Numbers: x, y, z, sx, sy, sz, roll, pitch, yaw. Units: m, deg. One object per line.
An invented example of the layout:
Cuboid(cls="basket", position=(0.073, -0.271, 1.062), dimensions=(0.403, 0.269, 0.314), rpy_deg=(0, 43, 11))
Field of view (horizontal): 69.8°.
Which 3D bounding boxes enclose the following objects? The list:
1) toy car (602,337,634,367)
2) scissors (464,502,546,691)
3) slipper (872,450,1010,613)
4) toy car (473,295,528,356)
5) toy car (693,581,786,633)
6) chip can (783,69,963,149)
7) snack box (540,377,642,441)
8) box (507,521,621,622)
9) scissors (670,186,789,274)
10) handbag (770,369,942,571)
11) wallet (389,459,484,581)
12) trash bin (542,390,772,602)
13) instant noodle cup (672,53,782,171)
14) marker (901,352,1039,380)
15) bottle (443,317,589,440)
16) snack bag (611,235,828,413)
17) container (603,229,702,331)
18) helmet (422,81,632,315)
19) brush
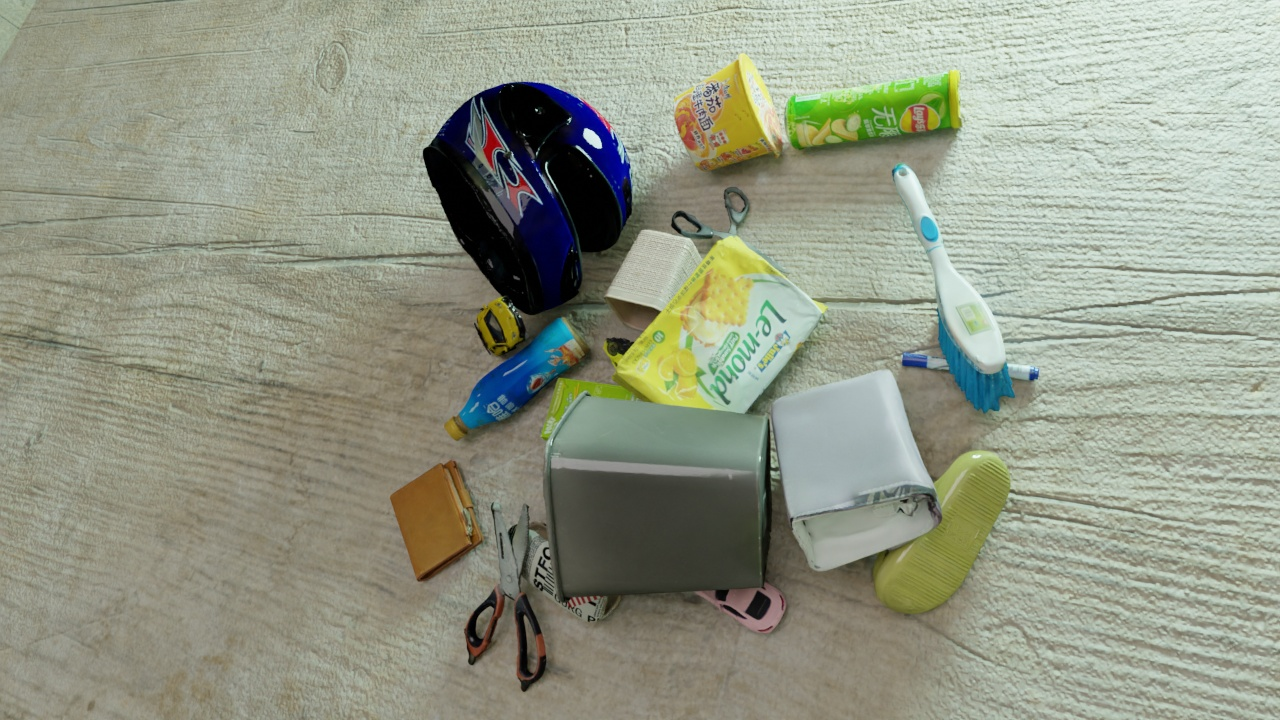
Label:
Cuboid(cls="toy car", position=(-0.007, 0.007, 1.181), dimensions=(0.105, 0.048, 0.032), rpy_deg=(41, 117, 32))
Cuboid(cls="scissors", position=(-0.159, 0.284, 1.096), dimensions=(0.189, 0.015, 0.222), rpy_deg=(48, 112, 20))
Cuboid(cls="slipper", position=(0.306, 0.173, 0.957), dimensions=(0.190, 0.091, 0.081), rpy_deg=(-55, 21, 1))
Cuboid(cls="toy car", position=(-0.189, -0.045, 1.229), dimensions=(0.041, 0.156, 0.071), rpy_deg=(-27, 94, -21))
Cuboid(cls="toy car", position=(0.105, 0.257, 1.023), dimensions=(0.122, 0.037, 0.056), rpy_deg=(27, 78, 32))
Cuboid(cls="chip can", position=(0.297, -0.320, 1.182), dimensions=(0.222, 0.072, 0.072), rpy_deg=(-2, 66, 22))
Cuboid(cls="snack box", position=(-0.046, 0.074, 1.177), dimensions=(0.157, 0.026, 0.085), rpy_deg=(6, 70, 25))
Cuboid(cls="box", position=(-0.090, 0.253, 1.110), dimensions=(0.163, 0.080, 0.075), rpy_deg=(25, 110, 29))
Cuboid(cls="scissors", position=(0.121, -0.162, 1.206), dimensions=(0.181, 0.014, 0.159), rpy_deg=(21, 63, 13))
Cuboid(cls="handbag", position=(0.222, 0.111, 0.965), dimensions=(0.145, 0.098, 0.196), rpy_deg=(-23, 32, 16))
Cuboid(cls="wallet", position=(-0.270, 0.208, 1.210), dimensions=(0.108, 0.031, 0.131), rpy_deg=(-35, 59, 9))
Cuboid(cls="trash bin", position=(0.028, 0.148, 0.996), dimensions=(0.220, 0.198, 0.199), rpy_deg=(1, 109, 12))
Cuboid(cls="instant noodle cup", position=(0.115, -0.324, 1.233), dimensions=(0.110, 0.138, 0.137), rpy_deg=(-20, 60, 23))
Cuboid(cls="marker", position=(0.370, 0.007, 1.033), dimensions=(0.146, 0.017, 0.016), rpy_deg=(7, 70, 26))
Cuboid(cls="bottle", position=(-0.170, 0.030, 1.228), dimensions=(0.219, 0.065, 0.065), rpy_deg=(-37, 58, 4))
Cuboid(cls="snack bag", position=(0.093, -0.019, 1.110), dimensions=(0.158, 0.068, 0.246), rpy_deg=(39, 84, 6))
Cuboid(cls="container", position=(0.024, -0.101, 1.192), dimensions=(0.090, 0.090, 0.110), rpy_deg=(16, 71, 28))
Cuboid(cls="helmet", position=(-0.126, -0.231, 1.231), dimensions=(0.240, 0.248, 0.315), rpy_deg=(-30, 63, -18))
Cuboid(cls="brush", position=(0.346, -0.092, 1.039), dimensions=(0.060, 0.109, 0.313), rpy_deg=(-17, 47, 9))
